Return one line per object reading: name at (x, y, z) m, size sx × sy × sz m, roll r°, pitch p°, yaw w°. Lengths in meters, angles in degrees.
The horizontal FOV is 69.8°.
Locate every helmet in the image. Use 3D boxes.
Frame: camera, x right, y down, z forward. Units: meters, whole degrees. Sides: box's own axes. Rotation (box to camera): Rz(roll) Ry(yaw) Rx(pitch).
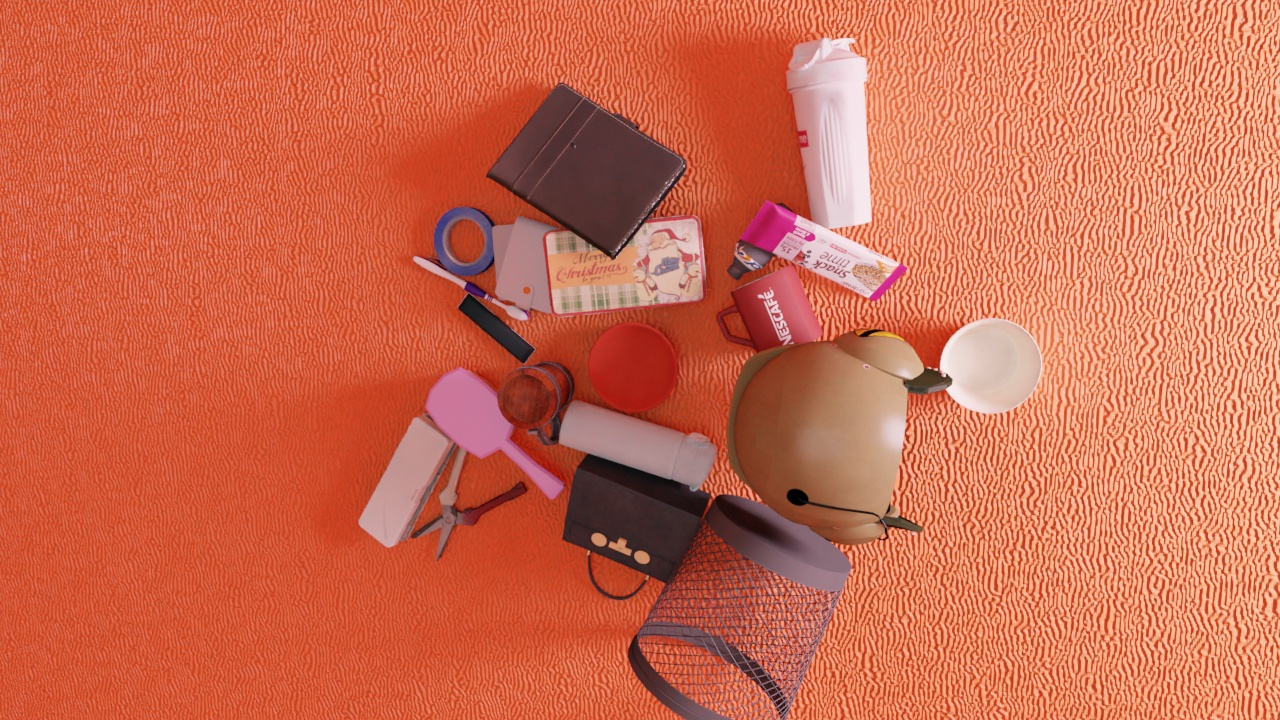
helmet at (0.218, 0.080, 1.066) m, size 0.233 × 0.255 × 0.250 m, roll 9°, pitch 99°, yaw 7°

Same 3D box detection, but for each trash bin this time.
trash bin at (0.130, 0.315, 1.159) m, size 0.218 × 0.217 × 0.227 m, roll 26°, pitch 99°, yaw 7°

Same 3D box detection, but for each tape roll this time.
tape roll at (-0.239, -0.164, 1.262) m, size 0.091 × 0.016 × 0.093 m, roll 26°, pitch 103°, yaw 7°

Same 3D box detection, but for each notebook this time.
notebook at (-0.067, -0.246, 1.171) m, size 0.209 × 0.029 × 0.169 m, roll 36°, pitch 80°, yaw 11°

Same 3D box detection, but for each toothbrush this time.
toothbrush at (-0.235, -0.101, 1.272) m, size 0.187 × 0.016 × 0.015 m, roll 28°, pitch 103°, yaw 9°

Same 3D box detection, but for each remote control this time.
remote control at (-0.201, -0.044, 1.274) m, size 0.124 × 0.011 × 0.028 m, roll 40°, pitch 104°, yaw 4°

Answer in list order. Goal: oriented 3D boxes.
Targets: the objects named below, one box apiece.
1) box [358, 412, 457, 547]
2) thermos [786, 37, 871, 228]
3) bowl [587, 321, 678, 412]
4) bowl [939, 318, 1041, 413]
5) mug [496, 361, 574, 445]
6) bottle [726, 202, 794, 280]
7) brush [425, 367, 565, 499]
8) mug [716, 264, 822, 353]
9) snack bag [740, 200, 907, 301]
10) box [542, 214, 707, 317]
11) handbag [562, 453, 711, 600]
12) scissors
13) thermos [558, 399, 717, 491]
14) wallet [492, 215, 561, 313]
box at (-0.335, 0.172, 1.318) m, size 0.083 × 0.067 × 0.199 m, roll 26°, pitch 105°, yaw -12°
thermos at (0.232, -0.272, 1.106) m, size 0.099 × 0.099 × 0.220 m, roll -6°, pitch 101°, yaw 13°
bowl at (-0.007, 0.007, 1.228) m, size 0.122 × 0.035 × 0.122 m, roll 2°, pitch 99°, yaw 12°
bowl at (0.422, 0.003, 1.121) m, size 0.115 × 0.062 × 0.115 m, roll 2°, pitch 98°, yaw 12°
mug at (-0.132, 0.059, 1.224) m, size 0.081 × 0.111 × 0.117 m, roll -6°, pitch 97°, yaw 13°
bottle at (0.153, -0.149, 1.165) m, size 0.047 × 0.047 × 0.112 m, roll 43°, pitch 104°, yaw 3°
brush at (-0.193, 0.106, 1.272) m, size 0.228 × 0.043 × 0.089 m, roll 42°, pitch 94°, yaw 4°
mug at (0.158, -0.054, 1.162) m, size 0.117 × 0.080 × 0.096 m, roll -23°, pitch 93°, yaw 21°
snack bag at (0.224, -0.131, 1.124) m, size 0.196 × 0.016 × 0.070 m, roll 23°, pitch 140°, yaw -10°
box at (-0.019, -0.122, 1.188) m, size 0.205 × 0.050 × 0.117 m, roll -4°, pitch 96°, yaw 3°
handbag at (-0.021, 0.247, 1.264) m, size 0.176 × 0.072 × 0.196 m, roll 21°, pitch 113°, yaw 8°
scissors at (-0.254, 0.196, 1.320) m, size 0.199 × 0.015 × 0.179 m, roll -10°, pitch 96°, yaw 13°
thermos at (-0.002, 0.111, 1.227) m, size 0.207 × 0.065 × 0.078 m, roll 17°, pitch 114°, yaw 10°
wallet at (-0.154, -0.130, 1.238) m, size 0.115 × 0.037 × 0.118 m, roll 19°, pitch 100°, yaw 6°
